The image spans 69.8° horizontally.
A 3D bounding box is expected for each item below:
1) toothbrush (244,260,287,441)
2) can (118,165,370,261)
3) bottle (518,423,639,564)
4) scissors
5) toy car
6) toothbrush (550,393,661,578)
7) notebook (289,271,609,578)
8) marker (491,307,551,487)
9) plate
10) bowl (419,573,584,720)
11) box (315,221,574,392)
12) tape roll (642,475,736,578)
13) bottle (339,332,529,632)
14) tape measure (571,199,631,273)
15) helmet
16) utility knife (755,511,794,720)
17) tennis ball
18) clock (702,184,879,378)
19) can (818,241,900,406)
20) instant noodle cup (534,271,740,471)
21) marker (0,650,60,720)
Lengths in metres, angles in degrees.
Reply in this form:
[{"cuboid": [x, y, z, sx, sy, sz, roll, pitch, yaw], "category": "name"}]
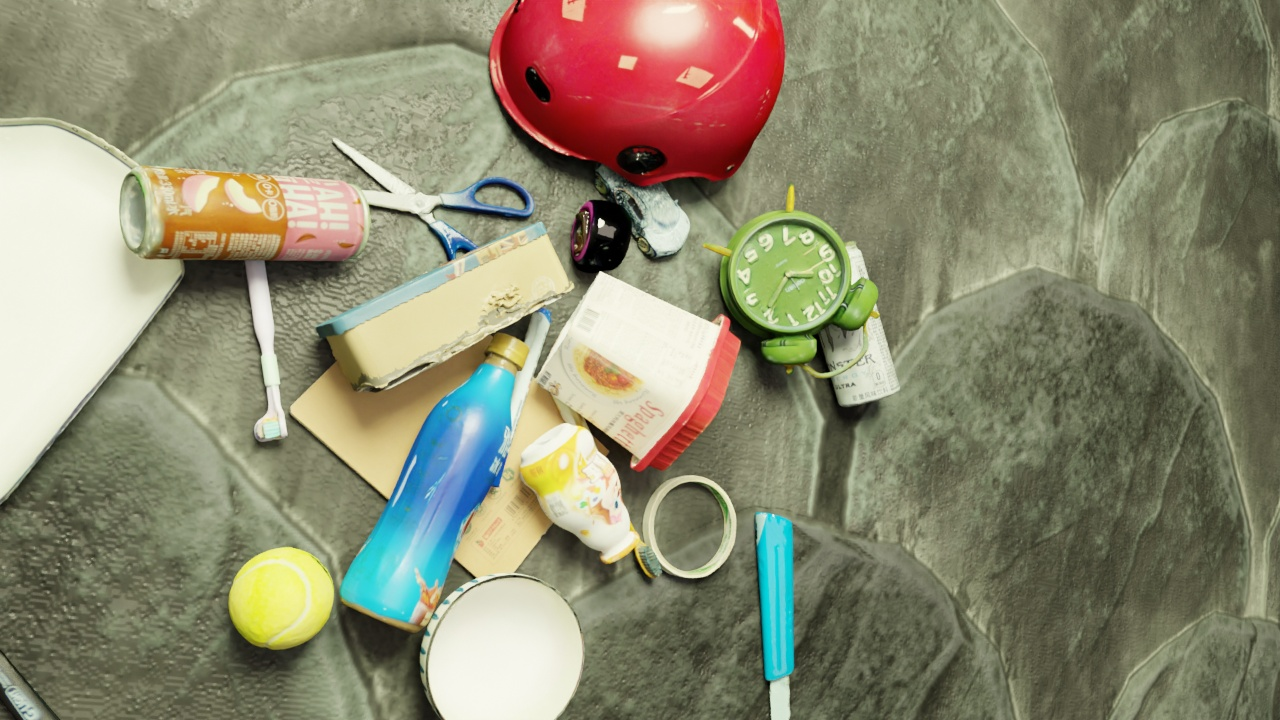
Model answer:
[{"cuboid": [-0.269, -0.038, 0.645, 0.021, 0.029, 0.189, 2, 78, -67], "category": "toothbrush"}, {"cuboid": [-0.259, -0.095, 0.611, 0.147, 0.058, 0.058, -6, 86, -46], "category": "can"}, {"cuboid": [-0.044, 0.104, 0.705, 0.063, 0.063, 0.108, -38, 101, -25], "category": "bottle"}, {"cuboid": [-0.159, -0.111, 0.713, 0.163, 0.012, 0.160, -20, 92, -26], "category": "scissors"}, {"cuboid": [0.004, -0.136, 0.786, 0.048, 0.031, 0.105, -41, 103, -24], "category": "toy car"}, {"cuboid": [-0.028, 0.093, 0.739, 0.016, 0.018, 0.191, -30, 97, -30], "category": "toothbrush"}, {"cuboid": [-0.138, 0.055, 0.704, 0.207, 0.008, 0.147, 46, 66, -15], "category": "notebook"}, {"cuboid": [-0.096, 0.027, 0.714, 0.017, 0.017, 0.145, 22, 73, -23], "category": "marker"}, {"cuboid": [-0.408, -0.027, 0.565, 0.162, 0.034, 0.265, 35, 70, -18], "category": "plate"}, {"cuboid": [-0.106, 0.212, 0.667, 0.116, 0.066, 0.116, 3, 83, -25], "category": "bowl"}, {"cuboid": [-0.143, -0.035, 0.657, 0.183, 0.090, 0.061, -29, 102, -27], "category": "box"}, {"cuboid": [0.042, 0.141, 0.779, 0.085, 0.014, 0.085, 4, 82, -26], "category": "tape roll"}, {"cuboid": [-0.137, 0.081, 0.658, 0.065, 0.065, 0.218, 30, 72, -20], "category": "bottle"}, {"cuboid": [-0.034, -0.102, 0.748, 0.039, 0.057, 0.058, 10, 88, -24], "category": "tape measure"}, {"cuboid": [0.011, -0.259, 0.733, 0.239, 0.144, 0.206, -3, 75, -22], "category": "helmet"}, {"cuboid": [0.119, 0.227, 0.805, 0.034, 0.018, 0.187, 1, 83, -15], "category": "utility knife"}, {"cuboid": [-0.238, 0.158, 0.609, 0.065, 0.066, 0.065, 4, 82, -26], "category": "tennis ball"}, {"cuboid": [0.137, -0.060, 0.797, 0.116, 0.056, 0.161, -34, 90, 6], "category": "clock"}, {"cuboid": [0.193, -0.033, 0.852, 0.058, 0.058, 0.146, -17, 92, -27], "category": "can"}, {"cuboid": [-0.004, 0.004, 0.715, 0.124, 0.117, 0.116, 31, 45, -8], "category": "instant noodle cup"}, {"cuboid": [-0.369, 0.222, 0.563, 0.018, 0.015, 0.124, -37, 99, -29], "category": "marker"}]
